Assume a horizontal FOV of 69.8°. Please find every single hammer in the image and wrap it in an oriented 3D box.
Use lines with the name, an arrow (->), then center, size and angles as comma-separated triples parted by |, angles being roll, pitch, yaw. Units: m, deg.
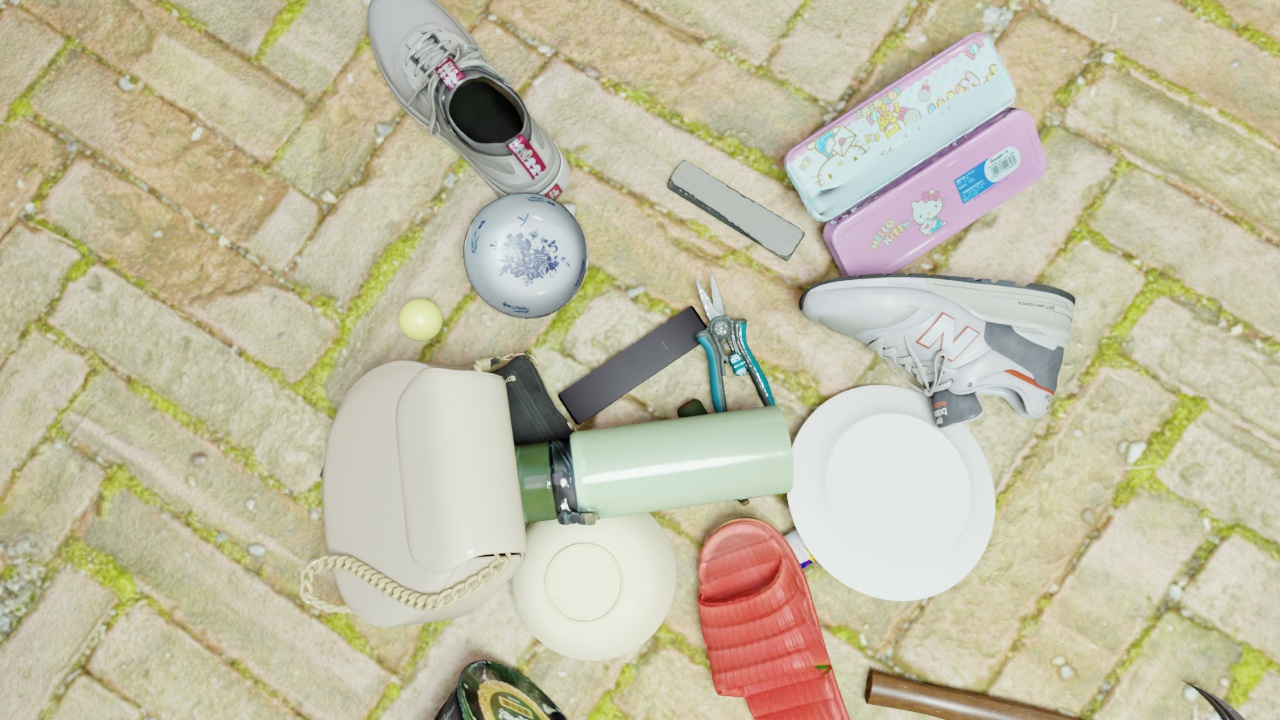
hammer -> 0.355, 0.311, 0.778 | 0.323, 0.033, 0.115 | 11, 85, 6

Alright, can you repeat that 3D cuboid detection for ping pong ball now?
ping pong ball -> -0.204, -0.038, 0.851 | 0.040, 0.040, 0.040 | 0, 83, 3

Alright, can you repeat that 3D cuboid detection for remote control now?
remote control -> 0.088, -0.141, 0.859 | 0.136, 0.013, 0.033 | 33, 87, 5
remote control -> -0.005, 0.005, 0.847 | 0.150, 0.013, 0.034 | -34, 86, -1

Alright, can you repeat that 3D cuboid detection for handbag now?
handbag -> -0.107, 0.052, 0.826 | 0.079, 0.054, 0.128 | -34, 80, 1
handbag -> -0.189, 0.107, 0.751 | 0.209, 0.103, 0.210 | -24, 68, 39

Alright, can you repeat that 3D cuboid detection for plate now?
plate -> 0.221, 0.110, 0.793 | 0.188, 0.016, 0.188 | 2, 73, -7

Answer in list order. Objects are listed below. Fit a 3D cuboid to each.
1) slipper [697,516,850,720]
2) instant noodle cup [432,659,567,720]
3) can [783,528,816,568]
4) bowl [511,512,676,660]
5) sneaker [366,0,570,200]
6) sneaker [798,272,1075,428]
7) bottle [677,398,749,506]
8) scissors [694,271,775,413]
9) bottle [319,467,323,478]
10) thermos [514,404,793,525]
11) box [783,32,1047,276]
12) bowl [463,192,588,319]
slipper -> 0.110, 0.256, 0.770 | 0.104, 0.059, 0.248 | -21, 88, 24
instant noodle cup -> -0.130, 0.340, 0.761 | 0.137, 0.137, 0.112 | 42, 97, 7
can -> 0.150, 0.160, 0.808 | 0.095, 0.032, 0.032 | -31, 82, -1
bowl -> -0.044, 0.189, 0.796 | 0.151, 0.075, 0.150 | 0, 83, 3
sneaker -> -0.171, -0.254, 0.833 | 0.096, 0.129, 0.263 | -40, 80, -3
sneaker -> 0.258, -0.004, 0.793 | 0.240, 0.089, 0.124 | 1, 80, 1
bottle -> 0.068, 0.084, 0.826 | 0.025, 0.025, 0.106 | -31, 82, -1
scissors -> 0.084, -0.001, 0.833 | 0.148, 0.019, 0.123 | 34, 88, -3
bottle -> -0.257, 0.060, 0.848 | 0.030, 0.030, 0.113 | 25, 85, 6
thermos -> 0.007, 0.092, 0.768 | 0.231, 0.082, 0.082 | -7, 82, -4
box -> 0.246, -0.175, 0.815 | 0.214, 0.035, 0.151 | -33, 106, -1
bowl -> -0.101, -0.096, 0.844 | 0.114, 0.045, 0.114 | 1, 96, 5
